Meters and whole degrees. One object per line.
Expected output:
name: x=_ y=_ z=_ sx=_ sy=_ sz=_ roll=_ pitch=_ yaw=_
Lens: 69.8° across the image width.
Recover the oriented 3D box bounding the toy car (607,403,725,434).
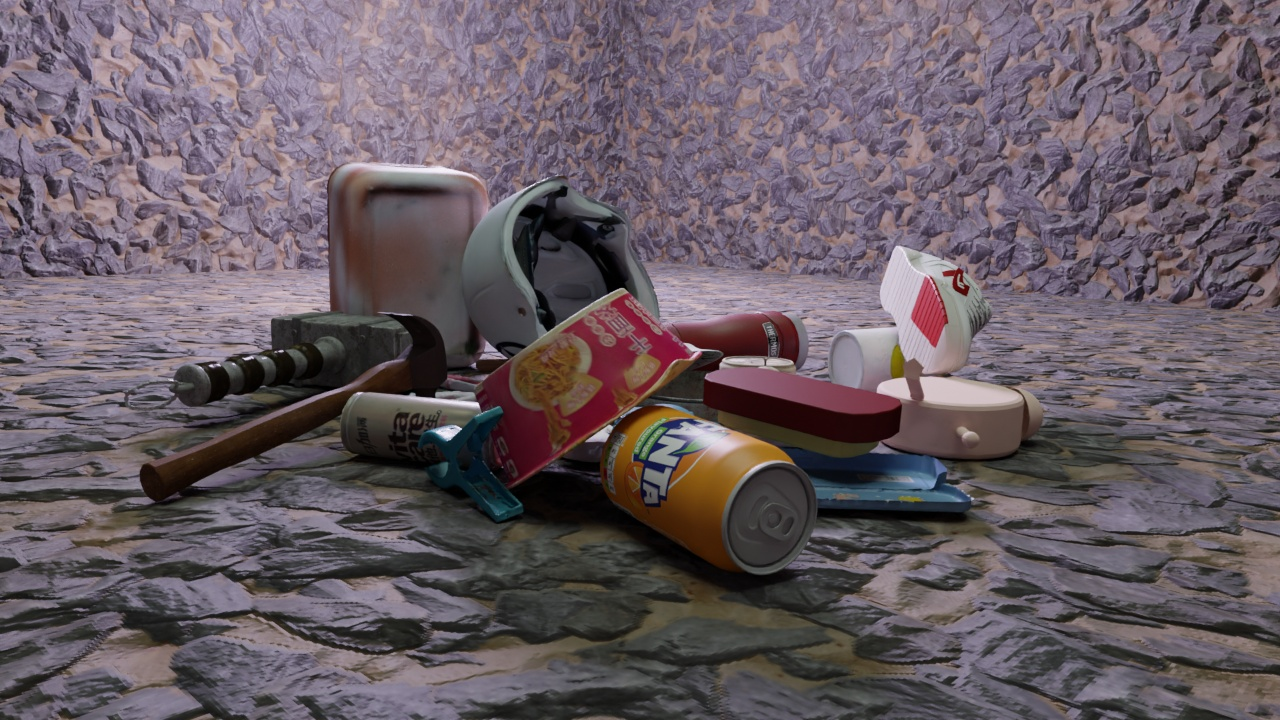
toy car: x=0.026 y=0.053 z=0.764 sx=0.108 sy=0.027 sz=0.060 roll=9 pitch=14 yaw=36

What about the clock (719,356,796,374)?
clock: x=0.133 y=0.021 z=1.017 sx=0.093 sy=0.054 sz=0.141 roll=1 pitch=7 yaw=-3

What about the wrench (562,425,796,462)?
wrench: x=0.056 y=0.071 z=0.823 sx=0.273 sy=0.018 sz=0.066 roll=0 pitch=10 yaw=-14

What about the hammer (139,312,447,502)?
hammer: x=-0.270 y=0.040 z=0.773 sx=0.033 sy=0.115 sz=0.322 roll=7 pitch=19 yaw=24

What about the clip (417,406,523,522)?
clip: x=-0.125 y=0.082 z=0.665 sx=0.027 sy=0.104 sz=0.121 roll=-12 pitch=9 yaw=-35

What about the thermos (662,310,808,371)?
thermos: x=0.102 y=-0.013 z=1.150 sx=0.198 sy=0.084 sz=0.108 roll=-6 pitch=-5 yaw=-27

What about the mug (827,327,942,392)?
mug: x=0.284 y=0.003 z=1.069 sx=0.106 sy=0.082 sz=0.082 roll=-3 pitch=11 yaw=-18

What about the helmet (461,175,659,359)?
helmet: x=-0.108 y=-0.081 z=1.131 sx=0.164 sy=0.236 sz=0.263 roll=-16 pitch=-33 yaw=39

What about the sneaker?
sneaker: x=0.344 y=-0.053 z=1.017 sx=0.104 sy=0.090 sz=0.236 roll=11 pitch=24 yaw=-3

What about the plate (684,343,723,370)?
plate: x=-0.006 y=0.006 z=0.983 sx=0.188 sy=0.016 sz=0.189 roll=-12 pitch=-8 yaw=-2

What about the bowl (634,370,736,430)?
bowl: x=0.056 y=0.042 z=0.922 sx=0.157 sy=0.038 sz=0.157 roll=1 pitch=10 yaw=0

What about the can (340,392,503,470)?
can: x=-0.173 y=0.057 z=0.753 sx=0.136 sy=0.054 sz=0.054 roll=4 pitch=10 yaw=15

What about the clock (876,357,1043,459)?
clock: x=0.290 y=0.041 z=0.863 sx=0.160 sy=0.086 sz=0.131 roll=1 pitch=8 yaw=-45

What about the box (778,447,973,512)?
box: x=0.135 y=0.093 z=0.706 sx=0.209 sy=0.021 sz=0.125 roll=2 pitch=12 yaw=3

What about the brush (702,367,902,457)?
brush: x=0.133 y=0.044 z=0.780 sx=0.174 sy=0.042 sz=0.082 roll=13 pitch=16 yaw=42

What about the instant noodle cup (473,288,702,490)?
instant noodle cup: x=-0.048 y=0.014 z=0.685 sx=0.178 sy=0.077 sz=0.178 roll=-35 pitch=0 yaw=0

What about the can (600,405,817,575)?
can: x=0.039 y=0.079 z=0.581 sx=0.079 sy=0.079 sz=0.143 roll=-4 pitch=11 yaw=-30

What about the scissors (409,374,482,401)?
scissors: x=-0.181 y=0.037 z=1.000 sx=0.171 sy=0.014 sz=0.172 roll=12 pitch=12 yaw=33

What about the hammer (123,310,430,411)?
hammer: x=-0.371 y=0.006 z=0.947 sx=0.177 sy=0.079 sz=0.325 roll=5 pitch=10 yaw=20

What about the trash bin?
trash bin: x=-0.298 y=-0.119 z=1.186 sx=0.181 sy=0.260 sz=0.157 roll=-3 pitch=15 yaw=-27

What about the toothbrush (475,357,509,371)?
toothbrush: x=-0.133 y=0.003 z=1.197 sx=0.166 sy=0.016 sz=0.016 roll=-2 pitch=10 yaw=-26
